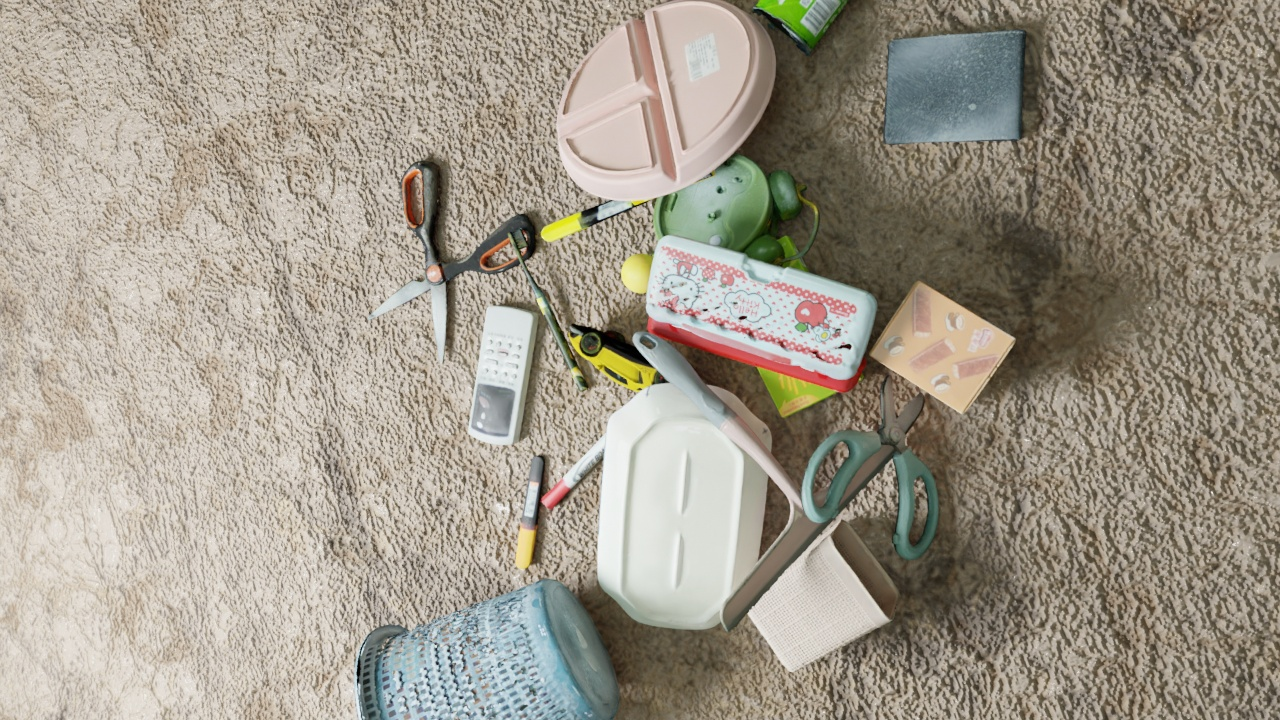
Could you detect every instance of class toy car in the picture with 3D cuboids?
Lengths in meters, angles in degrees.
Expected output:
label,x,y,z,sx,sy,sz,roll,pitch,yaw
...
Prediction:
label,x,y,z,sx,sy,sz,roll,pitch,yaw
toy car,-0.005,0.005,0.917,0.156,0.071,0.041,27,101,17

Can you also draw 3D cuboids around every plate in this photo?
label,x,y,z,sx,sy,sz,roll,pitch,yaw
plate,0.039,0.152,0.886,0.162,0.034,0.266,6,108,3
plate,0.016,-0.255,0.870,0.230,0.028,0.229,-13,59,23

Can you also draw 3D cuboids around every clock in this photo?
label,x,y,z,sx,sy,sz,roll,pitch,yaw
clock,0.090,-0.132,0.868,0.161,0.056,0.116,14,80,30

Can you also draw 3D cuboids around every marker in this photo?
label,x,y,z,sx,sy,sz,roll,pitch,yaw
marker,-0.046,-0.152,0.957,0.124,0.015,0.018,-20,86,16
marker,-0.118,0.164,0.992,0.018,0.015,0.124,9,92,17
marker,-0.052,0.103,0.965,0.145,0.017,0.017,-46,78,15

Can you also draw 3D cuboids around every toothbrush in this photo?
label,x,y,z,sx,sy,sz,roll,pitch,yaw
toothbrush,-0.095,-0.053,0.968,0.017,0.012,0.186,-25,89,5

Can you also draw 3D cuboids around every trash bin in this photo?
label,x,y,z,sx,sy,sz,roll,pitch,yaw
trash bin,-0.136,0.328,0.915,0.195,0.226,0.226,-29,82,5

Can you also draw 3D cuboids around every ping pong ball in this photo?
label,x,y,z,sx,sy,sz,roll,pitch,yaw
ping pong ball,0.001,-0.088,0.927,0.040,0.040,0.040,1,92,19

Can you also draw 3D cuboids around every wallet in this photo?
label,x,y,z,sx,sy,sz,roll,pitch,yaw
wallet,0.285,-0.247,0.836,0.121,0.019,0.097,3,94,21

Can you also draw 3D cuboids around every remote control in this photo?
label,x,y,z,sx,sy,sz,roll,pitch,yaw
remote control,-0.150,0.016,0.994,0.058,0.021,0.150,11,95,19

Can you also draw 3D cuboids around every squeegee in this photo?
label,x,y,z,sx,sy,sz,roll,pitch,yaw
squeegee,0.082,0.063,0.818,0.247,0.040,0.249,-42,87,-18

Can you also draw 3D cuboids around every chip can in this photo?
label,x,y,z,sx,sy,sz,roll,pitch,yaw
chip can,0.201,-0.397,0.832,0.072,0.072,0.236,41,104,14

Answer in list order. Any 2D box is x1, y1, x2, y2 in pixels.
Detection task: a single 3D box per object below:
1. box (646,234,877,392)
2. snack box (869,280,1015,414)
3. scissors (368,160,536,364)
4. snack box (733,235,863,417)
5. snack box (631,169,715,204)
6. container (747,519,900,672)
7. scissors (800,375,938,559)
label,x,y,z,sx,sy,sz,roll,pitch,yaw
box,0.110,-0.046,0.826,0.201,0.102,0.100,18,107,18
snack box,0.266,-0.012,0.810,0.094,0.092,0.077,34,102,15
scissors,-0.219,-0.115,1.013,0.234,0.021,0.221,-22,84,18
snack box,0.142,-0.032,0.888,0.086,0.026,0.156,-28,83,19
snack box,0.022,-0.225,0.889,0.087,0.034,0.140,-16,57,22
container,0.167,0.222,0.857,0.111,0.090,0.090,-39,80,19
scissors,0.226,0.111,0.836,0.170,0.019,0.181,-43,104,-22
